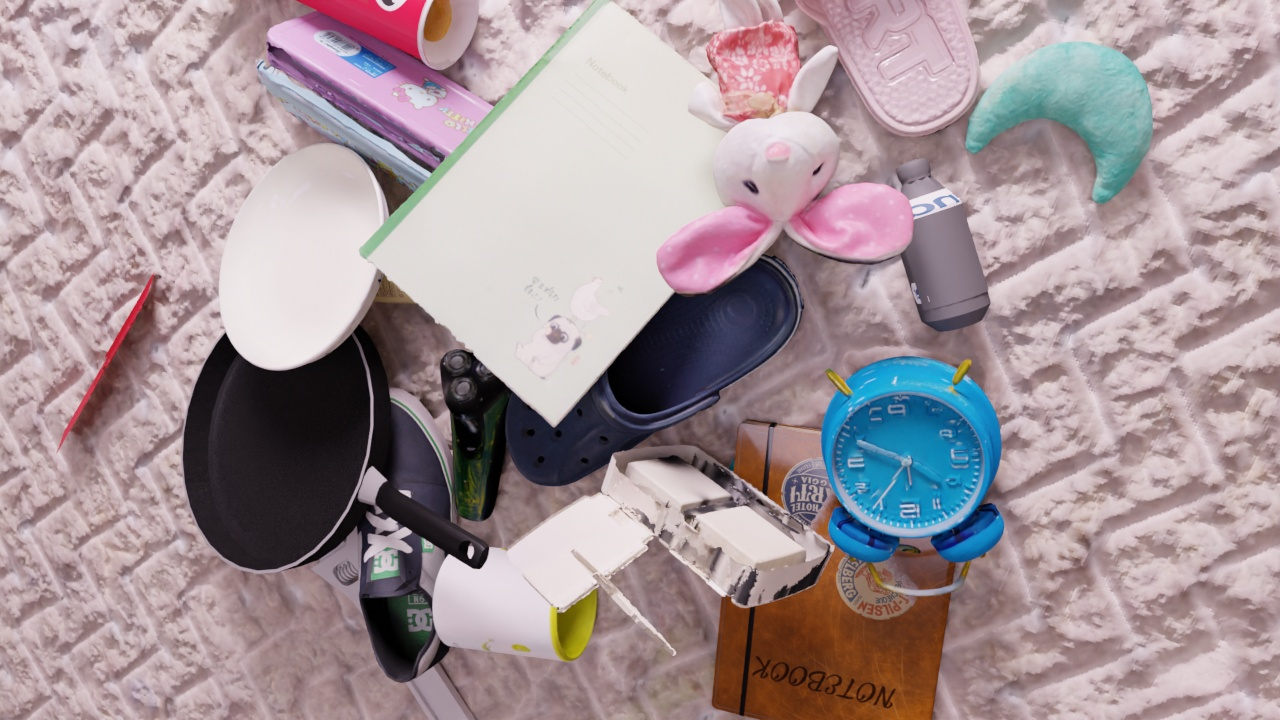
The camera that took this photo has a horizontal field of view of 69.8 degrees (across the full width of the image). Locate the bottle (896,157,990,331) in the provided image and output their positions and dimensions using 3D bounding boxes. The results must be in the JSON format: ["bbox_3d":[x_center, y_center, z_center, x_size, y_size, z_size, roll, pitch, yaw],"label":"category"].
[{"bbox_3d":[0.191,-0.075,0.595,0.047,0.047,0.112,-17,94,21],"label":"bottle"}]

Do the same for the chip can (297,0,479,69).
[{"bbox_3d":[-0.231,-0.293,0.682,0.220,0.069,0.069,28,108,12],"label":"chip can"}]

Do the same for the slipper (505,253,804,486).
[{"bbox_3d":[-0.004,0.004,0.653,0.253,0.095,0.105,-32,92,17],"label":"slipper"}]

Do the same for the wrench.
[{"bbox_3d":[-0.202,0.240,0.804,0.087,0.018,0.273,-33,90,20],"label":"wrench"}]

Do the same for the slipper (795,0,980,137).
[{"bbox_3d":[0.137,-0.253,0.570,0.094,0.064,0.239,-27,92,21],"label":"slipper"}]

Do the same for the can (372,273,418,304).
[{"bbox_3d":[-0.187,-0.064,0.728,0.079,0.038,0.038,3,101,18],"label":"can"}]

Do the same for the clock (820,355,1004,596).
[{"bbox_3d":[0.179,0.077,0.604,0.117,0.060,0.161,-7,99,19],"label":"clock"}]

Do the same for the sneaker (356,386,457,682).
[{"bbox_3d":[-0.194,0.140,0.737,0.084,0.079,0.235,-7,94,7],"label":"sneaker"}]

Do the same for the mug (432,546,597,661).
[{"bbox_3d":[-0.098,0.190,0.724,0.106,0.082,0.082,-1,100,19],"label":"mug"}]

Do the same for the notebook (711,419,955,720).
[{"bbox_3d":[0.134,0.158,0.676,0.179,0.014,0.249,8,103,17],"label":"notebook"}]

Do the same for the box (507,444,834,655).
[{"bbox_3d":[0.012,0.123,0.594,0.143,0.191,0.069,34,113,39],"label":"box"}]

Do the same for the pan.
[{"bbox_3d":[-0.240,0.079,0.717,0.357,0.034,0.225,22,92,31],"label":"pan"}]

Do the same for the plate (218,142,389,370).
[{"bbox_3d":[-0.258,-0.078,0.720,0.183,0.034,0.182,-8,74,29],"label":"plate"}]

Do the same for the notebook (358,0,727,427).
[{"bbox_3d":[-0.042,-0.108,0.625,0.182,0.010,0.252,41,83,6],"label":"notebook"}]

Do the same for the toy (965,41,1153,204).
[{"bbox_3d":[0.263,-0.152,0.565,0.105,0.033,0.085,25,118,12],"label":"toy"}]

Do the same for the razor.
[{"bbox_3d":[-0.133,0.063,0.722,0.054,0.067,0.152,12,112,12],"label":"razor"}]

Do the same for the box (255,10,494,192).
[{"bbox_3d":[-0.187,-0.178,0.688,0.214,0.077,0.096,33,110,10],"label":"box"}]

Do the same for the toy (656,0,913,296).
[{"bbox_3d":[0.083,-0.144,0.582,0.159,0.084,0.194,-6,85,11],"label":"toy"}]
